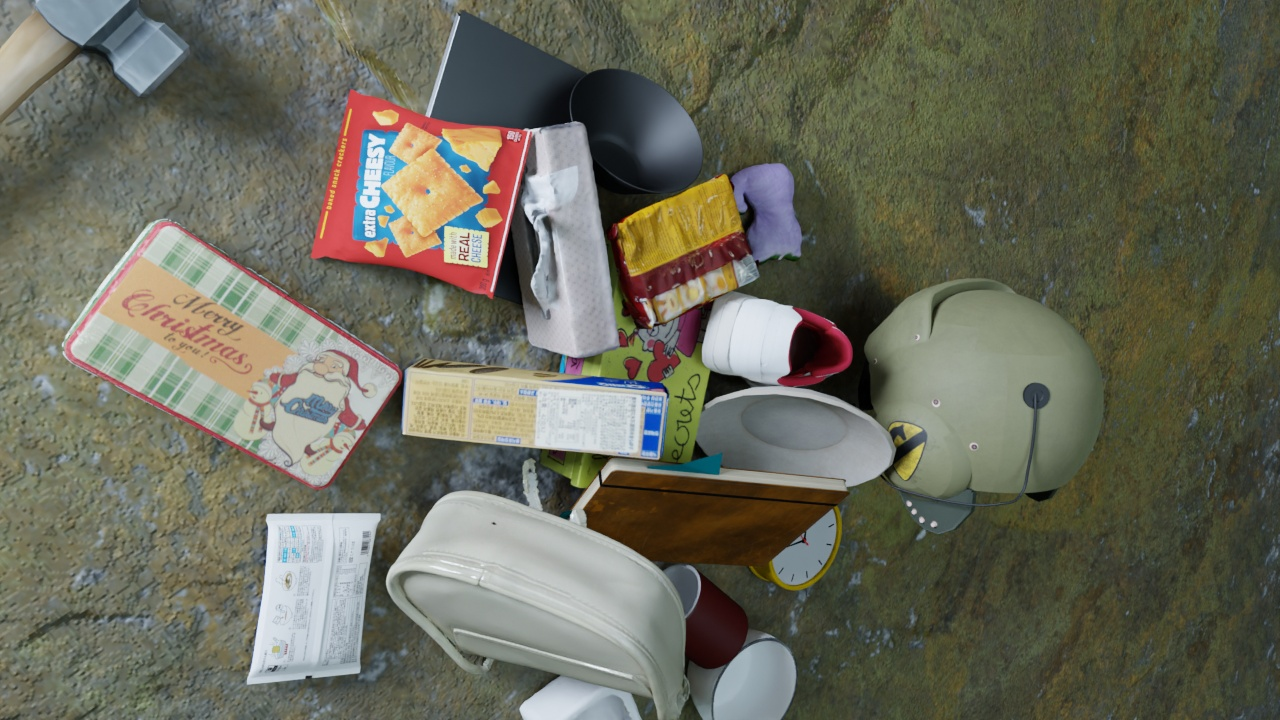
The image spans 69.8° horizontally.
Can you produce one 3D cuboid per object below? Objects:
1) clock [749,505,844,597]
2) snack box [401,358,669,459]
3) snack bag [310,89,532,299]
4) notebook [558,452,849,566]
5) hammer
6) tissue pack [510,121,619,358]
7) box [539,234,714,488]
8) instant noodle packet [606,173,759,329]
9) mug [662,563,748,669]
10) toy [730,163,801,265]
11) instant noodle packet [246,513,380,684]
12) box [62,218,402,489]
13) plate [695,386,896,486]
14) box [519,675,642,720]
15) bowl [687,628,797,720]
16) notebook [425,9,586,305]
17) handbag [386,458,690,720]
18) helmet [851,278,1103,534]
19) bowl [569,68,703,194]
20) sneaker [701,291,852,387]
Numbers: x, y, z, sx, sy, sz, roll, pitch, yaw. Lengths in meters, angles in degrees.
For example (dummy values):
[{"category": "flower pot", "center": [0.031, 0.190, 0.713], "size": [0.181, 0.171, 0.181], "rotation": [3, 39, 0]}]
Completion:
[{"category": "clock", "center": [0.159, 0.179, 0.980], "size": [0.113, 0.052, 0.152], "rotation": [-49, 124, -17]}, {"category": "snack box", "center": [-0.082, 0.038, 0.737], "size": [0.207, 0.057, 0.056], "rotation": [6, 96, -2]}, {"category": "snack bag", "center": [-0.165, -0.126, 0.695], "size": [0.144, 0.039, 0.131], "rotation": [14, 90, 4]}, {"category": "notebook", "center": [0.046, 0.138, 0.823], "size": [0.249, 0.179, 0.014], "rotation": [8, 51, -24]}, {"category": "hammer", "center": [-0.427, -0.123, 0.550], "size": [0.117, 0.051, 0.322], "rotation": [45, 76, -30]}, {"category": "tissue pack", "center": [-0.072, -0.094, 0.732], "size": [0.071, 0.104, 0.181], "rotation": [-11, 104, -27]}, {"category": "box", "center": [-0.005, 0.005, 0.826], "size": [0.124, 0.082, 0.221], "rotation": [12, 90, -34]}, {"category": "instant noodle packet", "center": [0.038, -0.091, 0.768], "size": [0.135, 0.040, 0.098], "rotation": [-27, 112, -24]}, {"category": "mug", "center": [0.042, 0.264, 0.912], "size": [0.106, 0.073, 0.082], "rotation": [-39, 121, 10]}, {"category": "toy", "center": [0.124, -0.145, 0.913], "size": [0.080, 0.036, 0.100], "rotation": [-10, 98, -22]}, {"category": "instant noodle packet", "center": [-0.256, 0.186, 0.723], "size": [0.087, 0.026, 0.134], "rotation": [6, 95, -34]}, {"category": "box", "center": [-0.285, 0.000, 0.661], "size": [0.205, 0.050, 0.117], "rotation": [39, 75, -31]}, {"category": "plate", "center": [0.143, 0.068, 0.864], "size": [0.188, 0.189, 0.027], "rotation": [36, 53, -32]}, {"category": "box", "center": [-0.033, 0.357, 0.838], "size": [0.102, 0.130, 0.110], "rotation": [-28, 110, -28]}, {"category": "bowl", "center": [0.100, 0.333, 0.956], "size": [0.116, 0.066, 0.116], "rotation": [-6, 102, -33]}, {"category": "notebook", "center": [-0.113, -0.160, 0.766], "size": [0.149, 0.016, 0.206], "rotation": [17, 88, -33]}, {"category": "handbag", "center": [-0.069, 0.193, 0.755], "size": [0.131, 0.229, 0.184], "rotation": [-59, 151, -46]}, {"category": "helmet", "center": [0.331, 0.034, 0.932], "size": [0.249, 0.256, 0.233], "rotation": [-7, 105, -34]}, {"category": "bowl", "center": [-0.013, -0.179, 0.773], "size": [0.124, 0.053, 0.123], "rotation": [14, 58, -24]}, {"category": "sneaker", "center": [0.153, -0.009, 0.868], "size": [0.236, 0.104, 0.090], "rotation": [16, 88, -61]}]
